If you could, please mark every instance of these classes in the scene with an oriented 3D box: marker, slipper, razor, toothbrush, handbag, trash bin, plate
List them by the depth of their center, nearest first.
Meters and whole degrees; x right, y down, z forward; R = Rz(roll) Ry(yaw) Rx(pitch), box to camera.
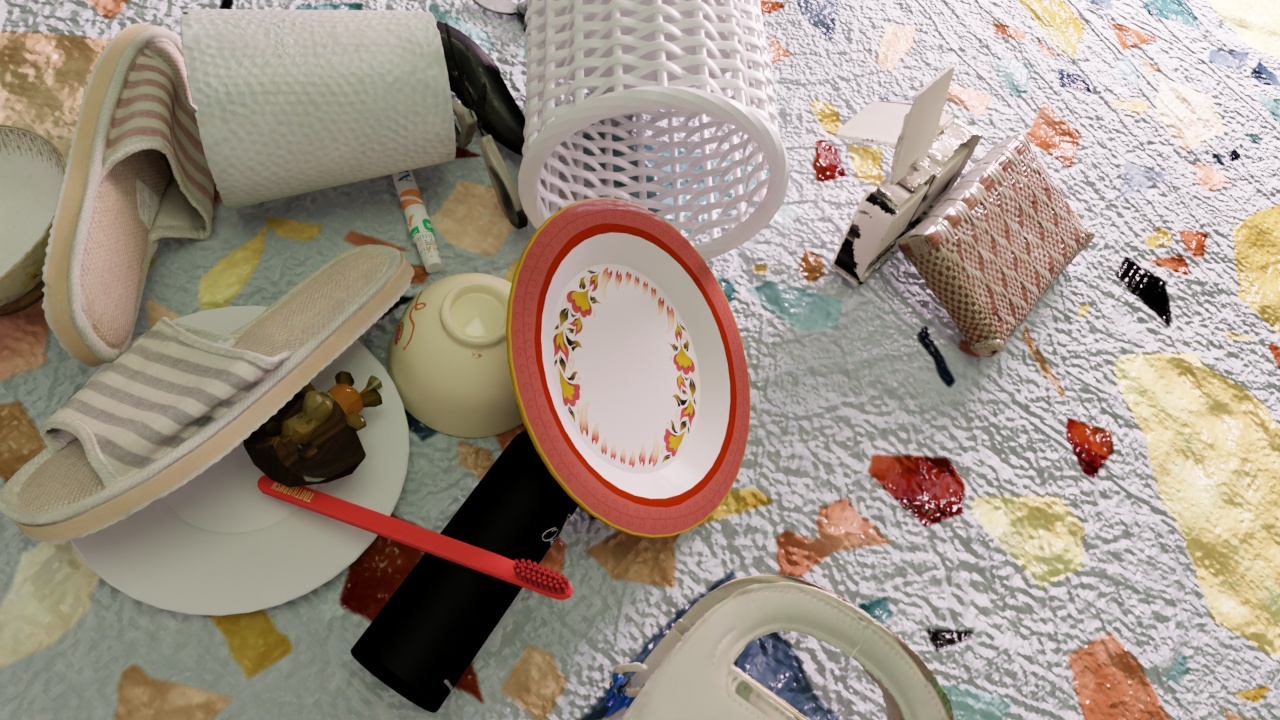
[{"bbox_3d":[0.074,0.228,0.525,0.200,0.093,0.199,36,78,6],"label":"handbag"},{"bbox_3d":[-0.137,0.099,0.535,0.213,0.018,0.012,15,55,16],"label":"toothbrush"},{"bbox_3d":[-0.252,0.001,0.555,0.114,0.054,0.271,20,49,37],"label":"slipper"},{"bbox_3d":[-0.256,0.058,0.587,0.208,0.015,0.208,6,62,-11],"label":"plate"},{"bbox_3d":[-0.324,-0.115,0.607,0.052,0.115,0.262,-2,58,-3],"label":"slipper"},{"bbox_3d":[-0.004,0.003,0.618,0.229,0.021,0.229,17,66,-43],"label":"plate"},{"bbox_3d":[-0.220,-0.185,0.649,0.161,0.133,0.133,-11,66,-15],"label":"trash bin"},{"bbox_3d":[-0.179,-0.131,0.704,0.017,0.017,0.145,-14,67,-20],"label":"marker"},{"bbox_3d":[-0.140,-0.218,0.743,0.064,0.053,0.140,-41,82,6],"label":"razor"},{"bbox_3d":[0.301,-0.098,0.778,0.185,0.047,0.124,-41,100,-29],"label":"handbag"}]

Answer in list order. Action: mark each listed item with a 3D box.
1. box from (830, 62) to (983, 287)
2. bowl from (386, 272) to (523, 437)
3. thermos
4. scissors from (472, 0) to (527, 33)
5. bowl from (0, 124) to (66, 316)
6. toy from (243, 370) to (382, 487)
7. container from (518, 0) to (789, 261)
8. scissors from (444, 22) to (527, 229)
[{"bbox_3d":[0.200,-0.175,0.732,0.099,0.184,0.143,39,58,16],"label":"box"},{"bbox_3d":[-0.113,-0.016,0.627,0.118,0.074,0.117,6,62,-11],"label":"bowl"},{"bbox_3d":[-0.083,0.103,0.580,0.061,0.061,0.230,33,60,4],"label":"thermos"},{"bbox_3d":[-0.074,-0.311,0.824,0.138,0.019,0.136,-35,73,-26],"label":"scissors"},{"bbox_3d":[-0.415,-0.073,0.578,0.145,0.063,0.145,-3,62,5],"label":"bowl"},{"bbox_3d":[-0.196,0.036,0.572,0.076,0.063,0.099,31,41,7],"label":"toy"},{"bbox_3d":[0.006,-0.196,0.685,0.189,0.190,0.186,4,61,-12],"label":"container"},{"bbox_3d":[-0.119,-0.169,0.676,0.012,0.171,0.157,-31,31,-16],"label":"scissors"}]
